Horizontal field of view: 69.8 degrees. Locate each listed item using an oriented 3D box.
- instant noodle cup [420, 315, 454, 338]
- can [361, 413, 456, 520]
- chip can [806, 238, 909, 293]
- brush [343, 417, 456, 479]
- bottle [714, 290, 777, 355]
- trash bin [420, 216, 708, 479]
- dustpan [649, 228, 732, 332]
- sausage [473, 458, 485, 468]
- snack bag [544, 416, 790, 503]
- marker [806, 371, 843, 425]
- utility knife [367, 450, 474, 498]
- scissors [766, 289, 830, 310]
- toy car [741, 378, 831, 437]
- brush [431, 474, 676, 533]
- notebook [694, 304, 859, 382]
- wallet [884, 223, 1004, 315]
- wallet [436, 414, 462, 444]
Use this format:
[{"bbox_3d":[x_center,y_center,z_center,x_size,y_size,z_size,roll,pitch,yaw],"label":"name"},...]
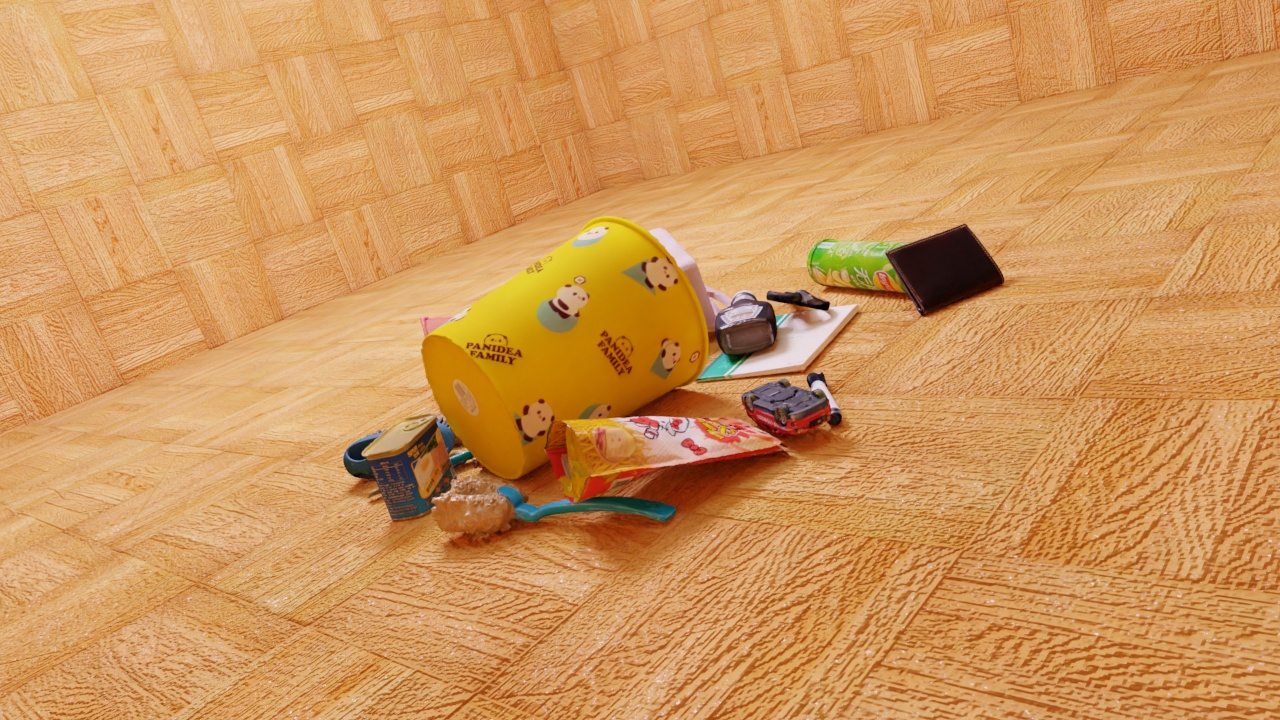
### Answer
[{"bbox_3d":[-0.261,-0.006,1.369,0.108,0.138,0.138,-12,15,-13],"label":"instant noodle cup"},{"bbox_3d":[-0.251,0.117,1.013,0.057,0.083,0.101,-12,17,17],"label":"can"},{"bbox_3d":[0.321,-0.133,1.277,0.072,0.072,0.221,-24,18,-21],"label":"chip can"},{"bbox_3d":[-0.299,0.112,1.127,0.144,0.055,0.073,-14,15,8],"label":"brush"},{"bbox_3d":[0.140,-0.056,1.223,0.080,0.044,0.194,-12,15,9],"label":"bottle"},{"bbox_3d":[-0.091,-0.008,1.046,0.254,0.230,0.230,-34,22,-30],"label":"trash bin"},{"bbox_3d":[0.001,-0.085,1.337,0.273,0.139,0.222,-21,30,-3],"label":"dustpan"},{"bbox_3d":[-0.145,0.091,1.105,0.020,0.020,0.155,-2,22,42],"label":"sausage"},{"bbox_3d":[0.023,0.081,0.857,0.207,0.073,0.129,-6,9,-28],"label":"snack bag"},{"bbox_3d":[0.190,0.037,0.943,0.023,0.018,0.130,-32,13,9],"label":"marker"},{"bbox_3d":[-0.241,0.129,1.085,0.171,0.013,0.029,-22,-18,-11],"label":"utility knife"},{"bbox_3d":[0.199,-0.094,1.285,0.124,0.022,0.235,7,8,-15],"label":"scissors"},{"bbox_3d":[0.144,0.049,0.900,0.053,0.045,0.120,-23,12,-14],"label":"toy car"},{"bbox_3d":[-0.086,0.136,0.858,0.255,0.046,0.083,-3,11,27],"label":"brush"},{"bbox_3d":[0.177,-0.023,1.171,0.151,0.012,0.208,-7,19,34],"label":"notebook"},{"bbox_3d":[0.380,-0.116,1.147,0.122,0.096,0.020,-20,-23,-14],"label":"wallet"},{"bbox_3d":[-0.255,0.090,1.226,0.101,0.020,0.115,-10,15,18],"label":"wallet"}]
